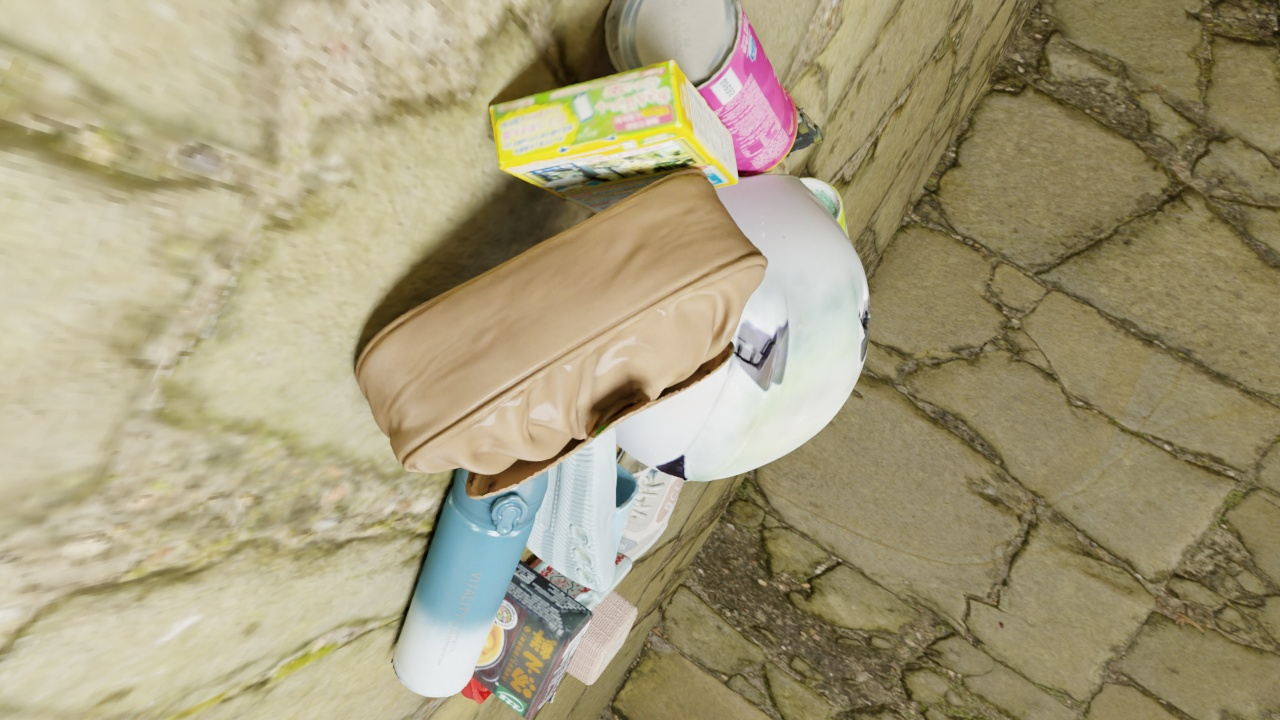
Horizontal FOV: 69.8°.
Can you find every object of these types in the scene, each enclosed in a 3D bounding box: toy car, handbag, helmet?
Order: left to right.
[{"bbox_3d":[-0.033,-0.004,0.469,0.204,0.099,0.148,-30,168,-9],"label":"handbag"},{"bbox_3d":[0.076,-0.002,0.679,0.228,0.146,0.259,-12,134,-36],"label":"helmet"},{"bbox_3d":[0.132,-0.206,0.816,0.042,0.035,0.090,-22,176,24],"label":"toy car"}]

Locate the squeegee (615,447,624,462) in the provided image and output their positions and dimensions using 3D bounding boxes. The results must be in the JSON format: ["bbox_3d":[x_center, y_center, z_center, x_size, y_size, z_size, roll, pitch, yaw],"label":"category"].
[{"bbox_3d":[0.047,0.044,0.896,0.246,0.039,0.247,-6,130,-57],"label":"squeegee"}]

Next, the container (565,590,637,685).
[{"bbox_3d":[-0.074,0.298,1.051,0.089,0.111,0.090,-43,159,-47],"label":"container"}]

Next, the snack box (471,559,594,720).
[{"bbox_3d":[-0.111,0.226,0.758,0.053,0.113,0.126,-33,151,-58],"label":"snack box"}]

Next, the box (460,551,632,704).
[{"bbox_3d":[-0.088,0.253,0.908,0.200,0.102,0.095,-35,124,-57],"label":"box"}]

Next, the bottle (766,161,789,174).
[{"bbox_3d":[0.127,-0.153,0.886,0.066,0.067,0.149,-56,159,-6],"label":"bottle"}]

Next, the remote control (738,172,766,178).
[{"bbox_3d":[0.085,-0.150,0.803,0.055,0.020,0.136,-35,157,-27],"label":"remote control"}]

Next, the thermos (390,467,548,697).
[{"bbox_3d":[-0.122,0.149,0.653,0.070,0.070,0.221,-37,155,-56],"label":"thermos"}]

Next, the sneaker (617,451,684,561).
[{"bbox_3d":[0.013,0.129,1.017,0.242,0.089,0.091,-62,-178,0],"label":"sneaker"}]

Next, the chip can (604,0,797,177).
[{"bbox_3d":[0.045,-0.163,0.542,0.071,0.071,0.210,-60,166,9],"label":"chip can"}]

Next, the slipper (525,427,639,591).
[{"bbox_3d":[-0.052,0.089,0.703,0.074,0.104,0.246,-49,157,-36],"label":"slipper"}]

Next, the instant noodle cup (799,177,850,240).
[{"bbox_3d":[0.188,-0.141,1.035,0.111,0.112,0.123,-55,158,-13],"label":"instant noodle cup"}]

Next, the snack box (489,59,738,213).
[{"bbox_3d":[-0.006,-0.106,0.460,0.140,0.087,0.033,-8,89,-74],"label":"snack box"}]
